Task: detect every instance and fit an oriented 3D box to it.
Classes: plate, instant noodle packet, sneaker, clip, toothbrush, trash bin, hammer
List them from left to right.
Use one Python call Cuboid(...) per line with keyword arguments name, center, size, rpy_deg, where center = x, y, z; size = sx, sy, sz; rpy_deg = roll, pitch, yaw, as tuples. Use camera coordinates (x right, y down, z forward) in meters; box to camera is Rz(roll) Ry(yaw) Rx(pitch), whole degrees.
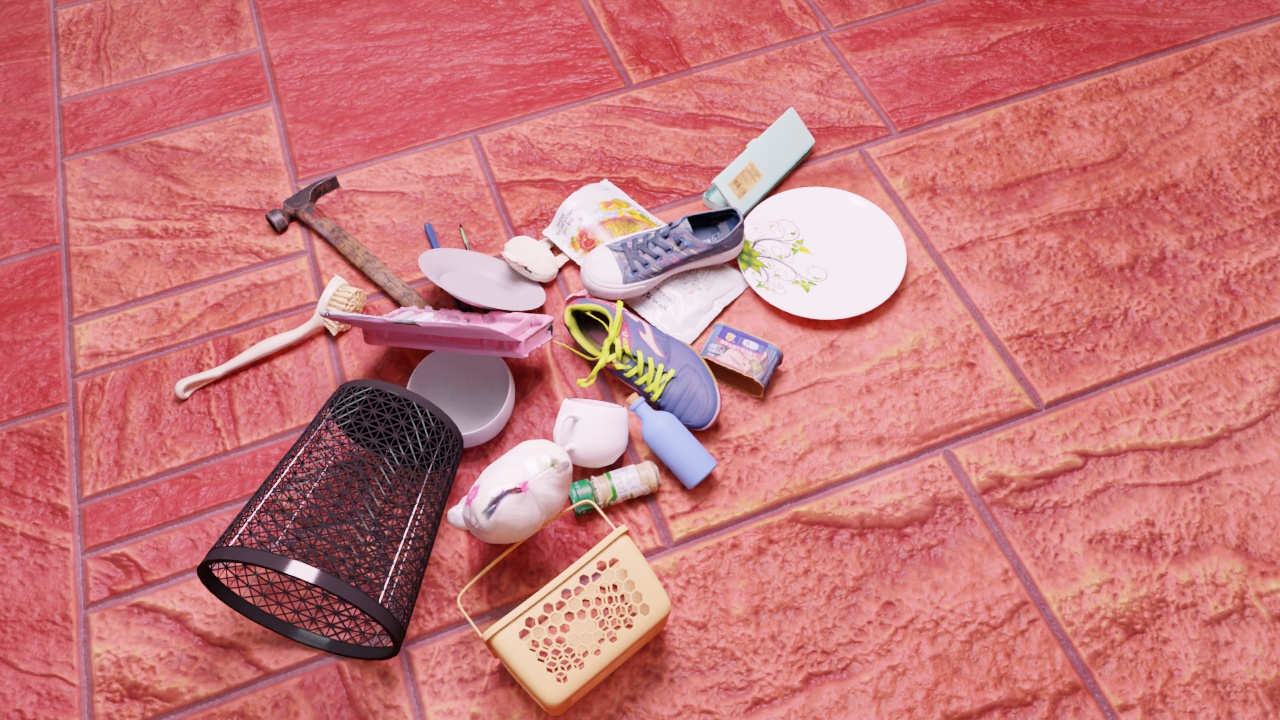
Cuboid(name="trash bin", center=(-0.316, 0.165, 1.005), size=(0.217, 0.217, 0.242), rpy_deg=(12, 53, 10))
Cuboid(name="hammer", center=(-0.386, -0.149, 1.297), size=(0.330, 0.033, 0.119), rpy_deg=(38, 66, 22))
Cuboid(name="toothbrush", center=(-0.268, -0.124, 1.285), size=(0.017, 0.016, 0.190), rpy_deg=(-18, 59, -18))
Cuboid(name="toothbrush", center=(-0.231, -0.122, 1.283), size=(0.017, 0.014, 0.188), rpy_deg=(-23, 60, -2))
Cuboid(name="plate", center=(-0.212, -0.102, 1.220), size=(0.172, 0.019, 0.172), rpy_deg=(19, 24, -9))
Cuboid(name="clip", center=(-0.076, -0.088, 1.252), size=(0.057, 0.022, 0.035), rpy_deg=(-36, 61, -24))
Cuboid(name="sneaker", center=(-0.006, 0.006, 1.143), size=(0.242, 0.091, 0.116), rpy_deg=(38, 101, 25))
Cuboid(name="instant noodle packet", center=(0.005, -0.143, 1.265), size=(0.269, 0.057, 0.146), rpy_deg=(38, 68, 17))
Cuboid(name="sneaker", center=(0.031, -0.153, 1.206), size=(0.235, 0.079, 0.087), rpy_deg=(-19, 67, -13))
Cuboid(name="plate", center=(0.247, -0.144, 1.265), size=(0.229, 0.030, 0.229), rpy_deg=(-1, 58, 2))

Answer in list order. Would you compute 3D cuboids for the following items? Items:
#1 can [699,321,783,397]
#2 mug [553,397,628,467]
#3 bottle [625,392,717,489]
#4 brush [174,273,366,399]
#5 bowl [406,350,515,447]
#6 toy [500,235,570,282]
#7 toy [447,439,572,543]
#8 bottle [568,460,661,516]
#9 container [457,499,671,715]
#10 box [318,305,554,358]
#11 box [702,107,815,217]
Cuboid(name="can", center=(0.125, 0.000, 1.170), size=(0.100, 0.054, 0.058), rpy_deg=(24, 64, 17))
Cuboid(name="mug", center=(-0.067, 0.087, 1.087), size=(0.090, 0.123, 0.076), rpy_deg=(10, 93, 26))
Cuboid(name="bottle", center=(0.031, 0.091, 1.097), size=(0.048, 0.048, 0.131), rpy_deg=(-41, 85, -21))
Cuboid(name="brush", center=(-0.488, -0.025, 1.215), size=(0.272, 0.062, 0.077), rpy_deg=(-33, 58, -12))
Cuboid(name="bowl", center=(-0.221, 0.051, 1.145), size=(0.132, 0.064, 0.131), rpy_deg=(-1, 58, 2))
Cuboid(name="toy", center=(-0.152, -0.141, 1.266), size=(0.087, 0.050, 0.112), rpy_deg=(39, 43, 22))
Cuboid(name="toy", center=(-0.142, 0.150, 1.009), size=(0.137, 0.210, 0.085), rpy_deg=(-38, 91, -16))
Cuboid(name="bottle", center=(-0.031, 0.150, 1.091), size=(0.110, 0.043, 0.042), rpy_deg=(-16, 59, -9))
Cuboid(name="container", center=(-0.080, 0.257, 0.975), size=(0.183, 0.129, 0.167), rpy_deg=(-36, 70, -18))
Cuboid(name="box", center=(-0.242, -0.034, 1.111), size=(0.233, 0.179, 0.055), rpy_deg=(5, 97, 22))
Cuboid(name="box", center=(0.176, -0.288, 1.330), size=(0.077, 0.079, 0.188), rpy_deg=(38, 67, 21))
